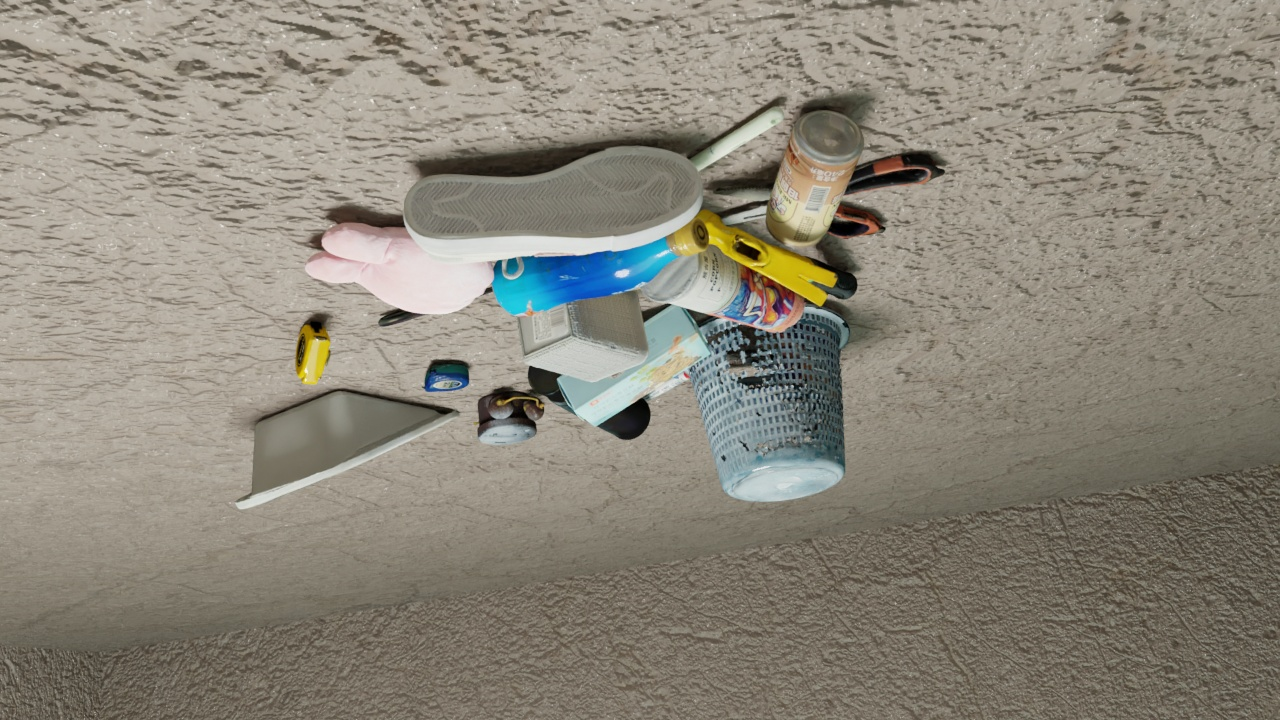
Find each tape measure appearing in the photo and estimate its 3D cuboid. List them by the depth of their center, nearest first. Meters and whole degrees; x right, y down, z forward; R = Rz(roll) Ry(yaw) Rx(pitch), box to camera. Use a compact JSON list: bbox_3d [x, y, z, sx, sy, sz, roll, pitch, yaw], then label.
[{"bbox_3d":[-0.346,-0.009,0.974,0.028,0.057,0.060,8,114,-33],"label":"tape measure"},{"bbox_3d":[-0.241,0.020,1.139,0.054,0.025,0.058,-1,162,-23],"label":"tape measure"}]

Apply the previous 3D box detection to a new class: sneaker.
[{"bbox_3d":[-0.068,-0.115,0.764,0.242,0.089,0.091,-7,161,-3],"label":"sneaker"}]

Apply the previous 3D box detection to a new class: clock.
[{"bbox_3d":[-0.181,0.076,1.267,0.082,0.055,0.122,5,155,-30],"label":"clock"}]

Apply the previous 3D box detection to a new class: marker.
[{"bbox_3d":[0.027,0.041,1.311,0.017,0.017,0.146,8,154,-37],"label":"marker"}]

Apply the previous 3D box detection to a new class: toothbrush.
[{"bbox_3d":[0.045,-0.162,0.778,0.029,0.020,0.190,21,145,-40],"label":"toothbrush"},{"bbox_3d":[-0.195,-0.063,0.952,0.181,0.015,0.018,-16,152,16],"label":"toothbrush"}]

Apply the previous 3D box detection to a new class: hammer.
[{"bbox_3d":[0.162,-0.089,0.911,0.300,0.129,0.033,3,117,-62],"label":"hammer"}]

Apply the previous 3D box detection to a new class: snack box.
[{"bbox_3d":[-0.006,0.006,1.082,0.175,0.051,0.074,-33,156,4],"label":"snack box"}]

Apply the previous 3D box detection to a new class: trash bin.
[{"bbox_3d":[0.164,0.064,1.146,0.226,0.194,0.227,-4,154,-2],"label":"trash bin"}]

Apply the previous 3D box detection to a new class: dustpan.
[{"bbox_3d":[-0.403,0.138,1.225,0.223,0.142,0.257,-19,156,26],"label":"dustpan"}]

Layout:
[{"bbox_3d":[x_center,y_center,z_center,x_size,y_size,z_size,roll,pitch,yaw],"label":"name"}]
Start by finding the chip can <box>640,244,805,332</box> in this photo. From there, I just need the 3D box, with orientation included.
[{"bbox_3d":[0.088,-0.076,0.929,0.071,0.071,0.214,-23,160,33],"label":"chip can"}]

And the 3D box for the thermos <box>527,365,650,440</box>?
[{"bbox_3d":[-0.054,0.047,1.217,0.090,0.068,0.242,-10,160,20],"label":"thermos"}]

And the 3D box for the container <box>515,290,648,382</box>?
[{"bbox_3d":[-0.065,-0.036,0.956,0.090,0.090,0.114,-22,160,31],"label":"container"}]

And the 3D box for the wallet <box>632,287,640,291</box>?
[{"bbox_3d":[-0.009,-0.103,0.914,0.087,0.024,0.115,-25,155,26],"label":"wallet"}]

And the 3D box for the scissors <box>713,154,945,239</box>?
[{"bbox_3d":[0.174,-0.151,0.866,0.226,0.015,0.190,11,152,-42],"label":"scissors"}]

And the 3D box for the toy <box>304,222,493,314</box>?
[{"bbox_3d":[-0.216,-0.085,0.833,0.159,0.054,0.122,14,149,-35],"label":"toy"}]

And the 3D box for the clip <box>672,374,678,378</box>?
[{"bbox_3d":[0.024,0.014,1.235,0.058,0.043,0.027,0,162,0],"label":"clip"}]

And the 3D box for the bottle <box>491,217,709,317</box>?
[{"bbox_3d":[-0.038,-0.088,0.829,0.219,0.065,0.065,-10,162,35],"label":"bottle"}]

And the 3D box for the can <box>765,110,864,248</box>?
[{"bbox_3d":[0.144,-0.151,0.774,0.058,0.058,0.116,-5,151,-9],"label":"can"}]

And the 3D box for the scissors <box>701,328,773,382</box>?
[{"bbox_3d":[0.115,-0.005,1.230,0.159,0.014,0.181,-2,157,-15],"label":"scissors"}]
